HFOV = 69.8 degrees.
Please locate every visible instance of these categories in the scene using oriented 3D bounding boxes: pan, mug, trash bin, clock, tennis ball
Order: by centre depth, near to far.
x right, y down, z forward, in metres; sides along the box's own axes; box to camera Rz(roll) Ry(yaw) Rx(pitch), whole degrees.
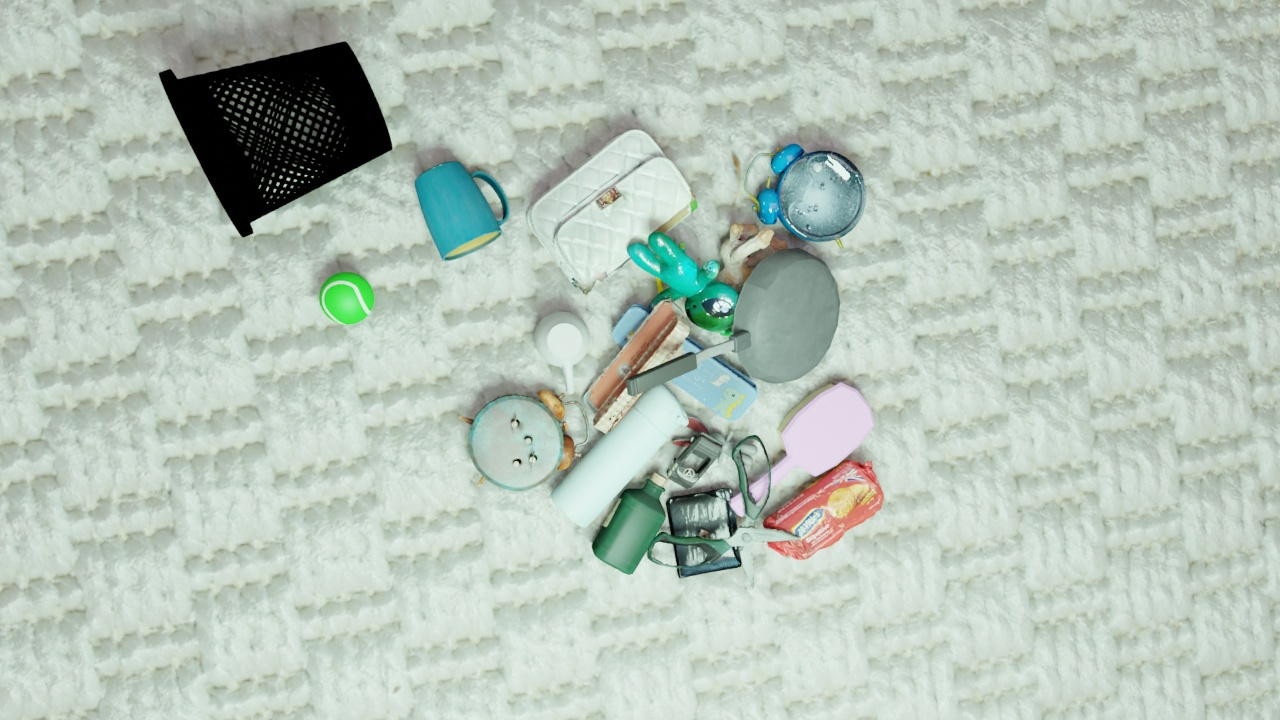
[{"bbox_3d":[-0.410,-0.272,1.067,0.199,0.196,0.195,-26,97,-15],"label":"trash bin"},{"bbox_3d":[0.127,-0.025,1.126,0.356,0.041,0.179,-22,117,-33],"label":"pan"},{"bbox_3d":[-0.363,-0.077,1.135,0.065,0.065,0.065,0,94,-7],"label":"tennis ball"},{"bbox_3d":[-0.219,-0.193,1.146,0.112,0.085,0.104,-27,91,-33],"label":"mug"},{"bbox_3d":[-0.095,-0.009,1.162,0.071,0.089,0.107,-9,95,-7],"label":"mug"},{"bbox_3d":[-0.142,0.098,1.172,0.157,0.073,0.121,-15,95,-7],"label":"clock"},{"bbox_3d":[0.215,-0.220,1.204,0.161,0.060,0.117,23,91,-7],"label":"clock"}]

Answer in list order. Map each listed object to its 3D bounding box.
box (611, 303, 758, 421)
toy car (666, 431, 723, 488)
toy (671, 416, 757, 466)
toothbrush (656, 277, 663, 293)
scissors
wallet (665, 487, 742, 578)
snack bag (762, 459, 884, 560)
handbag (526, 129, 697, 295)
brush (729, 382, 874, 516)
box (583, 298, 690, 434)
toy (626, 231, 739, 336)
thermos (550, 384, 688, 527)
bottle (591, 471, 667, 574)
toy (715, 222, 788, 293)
[{"bbox_3d":[0.058,0.005,1.197,0.209,0.037,0.066,34,123,-9],"label":"box"},{"bbox_3d":[0.071,0.133,1.203,0.040,0.037,0.093,29,127,-9],"label":"toy car"},{"bbox_3d":[0.101,0.110,1.225,0.111,0.030,0.049,20,106,-3],"label":"toy"},{"bbox_3d":[0.031,-0.070,1.211,0.021,0.016,0.135,-11,95,-4],"label":"toothbrush"},{"bbox_3d":[0.106,0.198,1.199,0.202,0.015,0.202,-2,89,8],"label":"scissors"},{"bbox_3d":[0.085,0.230,1.232,0.089,0.026,0.115,-9,95,-6],"label":"wallet"},{"bbox_3d":[0.246,0.204,1.228,0.176,0.082,0.082,-36,97,-3],"label":"snack bag"},{"bbox_3d":[-0.038,-0.192,1.166,0.195,0.072,0.139,-40,99,-3],"label":"handbag"},{"bbox_3d":[0.209,0.124,1.233,0.228,0.043,0.089,-40,98,-3],"label":"brush"},{"bbox_3d":[-0.005,0.007,1.162,0.048,0.085,0.187,29,111,-27],"label":"box"},{"bbox_3d":[0.070,-0.095,1.161,0.193,0.131,0.072,41,53,-22],"label":"toy"},{"bbox_3d":[-0.026,0.120,1.192,0.207,0.065,0.078,-48,56,-2],"label":"thermos"},{"bbox_3d":[-0.006,0.207,1.202,0.061,0.061,0.131,31,89,-11],"label":"bottle"},{"bbox_3d":[0.133,-0.129,1.191,0.074,0.085,0.106,32,99,13],"label":"toy"}]
